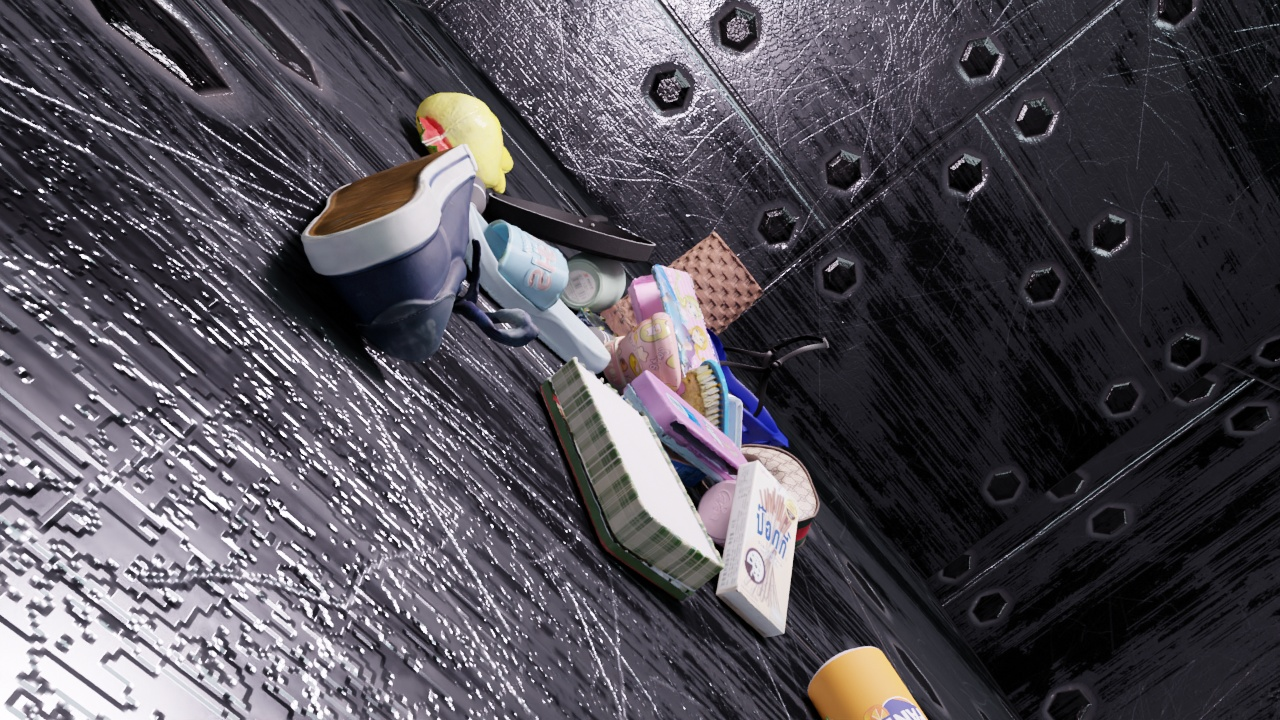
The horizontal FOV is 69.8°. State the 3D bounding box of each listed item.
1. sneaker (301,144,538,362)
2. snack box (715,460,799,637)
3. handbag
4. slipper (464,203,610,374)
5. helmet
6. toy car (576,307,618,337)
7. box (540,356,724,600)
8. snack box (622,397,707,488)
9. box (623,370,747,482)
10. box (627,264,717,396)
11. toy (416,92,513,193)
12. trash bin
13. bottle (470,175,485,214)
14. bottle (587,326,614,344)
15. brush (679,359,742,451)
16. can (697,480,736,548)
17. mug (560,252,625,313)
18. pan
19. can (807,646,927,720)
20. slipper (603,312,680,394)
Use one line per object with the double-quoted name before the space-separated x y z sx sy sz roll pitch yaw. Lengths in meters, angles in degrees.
"sneaker" -0.148 -0.075 0.650 0.294 0.121 0.127 -105 177 -66
"snack box" 0.115 0.178 0.880 0.082 0.026 0.149 47 39 -28
"handbag" 0.134 0.160 1.086 0.138 0.063 0.166 8 29 -9
"slipper" -0.101 -0.078 0.941 0.245 0.074 0.104 46 8 -37
"helmet" 0.134 0.014 1.258 0.241 0.228 0.147 44 13 -2
"toy car" -0.058 -0.041 1.172 0.038 0.027 0.089 55 11 19
"box" -0.013 0.092 0.750 0.117 0.050 0.205 40 12 -40
"snack box" 0.021 0.089 0.991 0.087 0.034 0.151 54 10 21
"box" 0.056 0.083 0.955 0.214 0.036 0.076 40 13 -49
"box" 0.057 -0.013 1.160 0.077 0.084 0.230 119 -42 -66
"toy" -0.215 -0.278 1.166 0.134 0.092 0.207 53 6 0
"trash bin" 0.066 -0.080 1.375 0.151 0.210 0.151 50 8 -9
"bottle" -0.194 -0.184 1.041 0.036 0.036 0.109 47 9 -24
"bottle" -0.055 -0.023 1.097 0.030 0.030 0.113 53 8 15
"brush" 0.085 0.061 1.072 0.055 0.075 0.136 26 -55 45
"can" 0.104 0.168 0.965 0.076 0.067 0.067 41 12 -51
"mug" -0.083 -0.108 1.207 0.111 0.084 0.104 23 11 7
"pan" -0.084 -0.184 1.269 0.225 0.034 0.356 18 11 4
"can" 0.211 0.326 0.794 0.079 0.079 0.142 43 11 -42
"slipper" -0.006 0.006 1.083 0.197 0.081 0.093 130 -50 -75
